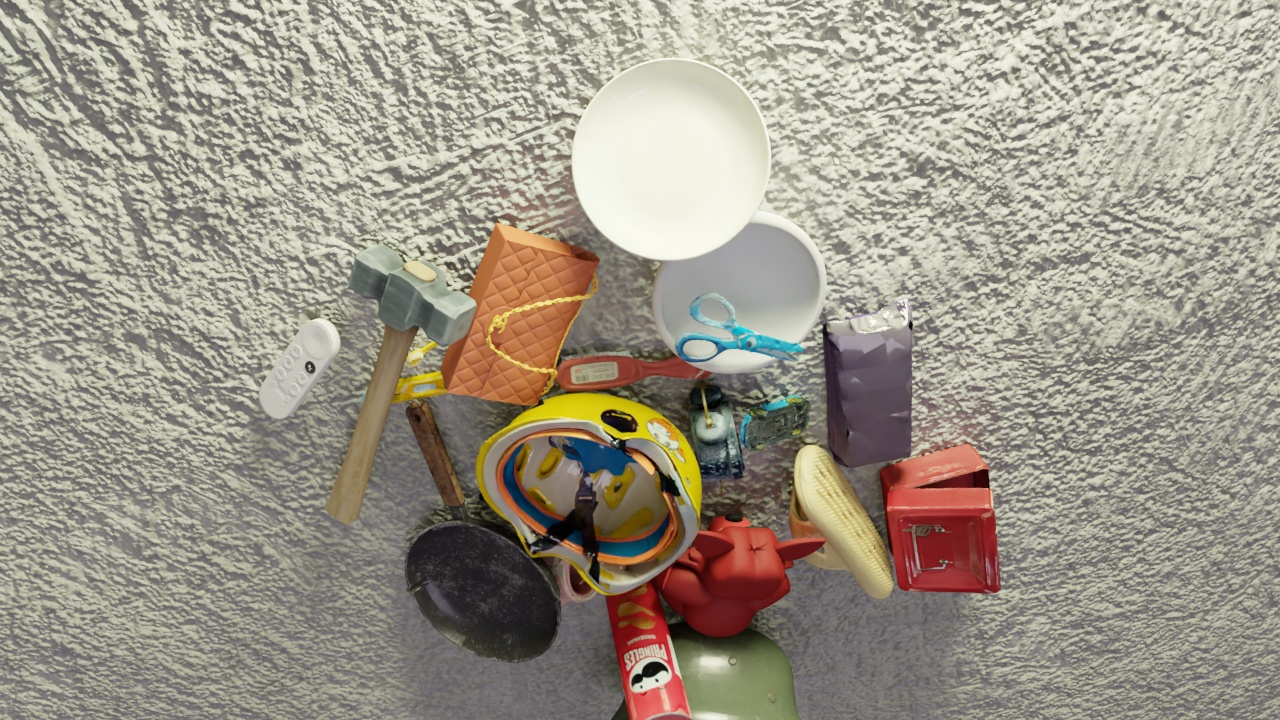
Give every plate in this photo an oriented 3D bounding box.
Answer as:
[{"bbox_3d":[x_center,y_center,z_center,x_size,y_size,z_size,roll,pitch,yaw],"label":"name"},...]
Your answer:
[{"bbox_3d":[0.029,-0.183,0.850,0.182,0.034,0.182,1,95,7],"label":"plate"}]

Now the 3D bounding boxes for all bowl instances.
[{"bbox_3d":[0.096,-0.077,0.934,0.176,0.066,0.177,-4,121,-6],"label":"bowl"}]

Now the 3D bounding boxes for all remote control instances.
[{"bbox_3d":[-0.347,0.010,0.931,0.043,0.013,0.137,47,118,5],"label":"remote control"}]

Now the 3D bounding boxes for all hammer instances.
[{"bbox_3d":[-0.269,0.042,0.941,0.117,0.051,0.324,31,119,10],"label":"hammer"}]

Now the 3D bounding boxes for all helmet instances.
[{"bbox_3d":[0.095,0.411,1.162,0.268,0.153,0.227,10,159,-3],"label":"helmet"},{"bbox_3d":[-0.044,0.117,0.991,0.240,0.139,0.210,33,123,-5],"label":"helmet"}]

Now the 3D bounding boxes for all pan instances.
[{"bbox_3d":[-0.197,0.196,1.046,0.208,0.040,0.357,-2,114,24],"label":"pan"}]

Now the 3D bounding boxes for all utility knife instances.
[{"bbox_3d":[-0.223,0.028,0.980,0.155,0.017,0.030,-9,112,1],"label":"utility knife"}]

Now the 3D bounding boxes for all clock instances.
[{"bbox_3d":[0.083,0.080,1.014,0.052,0.090,0.129,-10,125,4],"label":"clock"}]

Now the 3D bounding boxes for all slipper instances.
[{"bbox_3d":[-0.084,0.247,1.094,0.197,0.081,0.093,-39,117,12],"label":"slipper"},{"bbox_3d":[0.228,0.202,1.111,0.079,0.111,0.261,-19,128,29],"label":"slipper"}]

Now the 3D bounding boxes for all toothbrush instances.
[{"bbox_3d":[-0.189,-0.031,0.948,0.135,0.016,0.021,-33,123,11],"label":"toothbrush"}]

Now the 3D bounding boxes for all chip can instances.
[{"bbox_3d":[0.006,0.344,1.074,0.073,0.232,0.073,-5,121,-9],"label":"chip can"}]

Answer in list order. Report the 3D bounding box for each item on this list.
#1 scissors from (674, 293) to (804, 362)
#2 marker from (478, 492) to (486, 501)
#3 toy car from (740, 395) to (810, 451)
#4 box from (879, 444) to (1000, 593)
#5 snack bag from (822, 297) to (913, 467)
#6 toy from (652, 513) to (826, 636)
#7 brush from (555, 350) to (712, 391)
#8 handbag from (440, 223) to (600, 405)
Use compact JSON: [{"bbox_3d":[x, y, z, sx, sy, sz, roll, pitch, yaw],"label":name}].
[{"bbox_3d":[0.102,-0.015,0.926,0.140,0.015,0.083,19,114,-21],"label":"scissors"},{"bbox_3d":[-0.120,0.162,1.077,0.138,0.016,0.022,4,151,-12],"label":"marker"},{"bbox_3d":[0.148,0.068,1.032,0.105,0.032,0.048,-17,118,-36],"label":"toy car"},{"bbox_3d":[0.367,0.195,1.132,0.137,0.122,0.157,-5,126,15],"label":"box"},{"bbox_3d":[0.260,0.032,1.030,0.096,0.058,0.206,-12,122,-1],"label":"snack bag"},{"bbox_3d":[0.108,0.244,1.081,0.158,0.120,0.198,8,141,-11],"label":"toy"},{"bbox_3d":[-0.006,0.006,0.990,0.172,0.030,0.041,-4,119,-6],"label":"brush"},{"bbox_3d":[-0.118,-0.037,0.923,0.108,0.060,0.172,12,116,-30],"label":"handbag"}]
